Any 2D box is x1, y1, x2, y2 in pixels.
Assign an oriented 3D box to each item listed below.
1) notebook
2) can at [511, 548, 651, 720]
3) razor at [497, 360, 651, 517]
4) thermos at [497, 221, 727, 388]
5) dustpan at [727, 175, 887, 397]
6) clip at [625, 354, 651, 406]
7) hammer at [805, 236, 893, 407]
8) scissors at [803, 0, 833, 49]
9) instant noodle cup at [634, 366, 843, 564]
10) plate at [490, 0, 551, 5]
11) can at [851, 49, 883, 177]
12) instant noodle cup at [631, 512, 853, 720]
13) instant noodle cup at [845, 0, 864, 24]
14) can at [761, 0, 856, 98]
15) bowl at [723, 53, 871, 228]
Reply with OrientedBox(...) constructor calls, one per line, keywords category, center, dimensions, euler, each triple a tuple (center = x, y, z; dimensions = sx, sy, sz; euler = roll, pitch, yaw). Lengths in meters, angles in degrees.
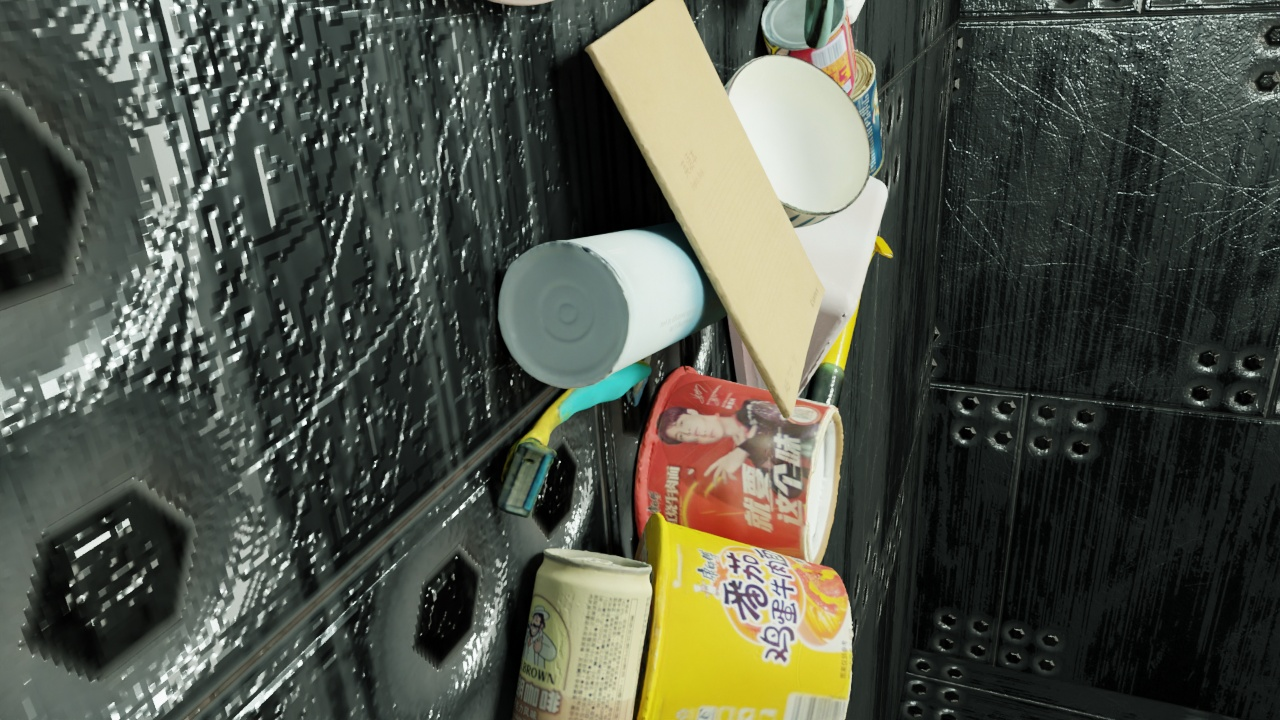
OrientedBox(category="notebook", center=(0.047, -0.091, 0.504), dimensions=(0.211, 0.012, 0.149), euler=(60, 29, -20))
OrientedBox(category="can", center=(-0.030, 0.154, 0.449), dimensions=(0.058, 0.059, 0.116), euler=(26, 73, -67))
OrientedBox(category="razor", center=(-0.029, 0.027, 0.456), dimensions=(0.132, 0.028, 0.043), euler=(-42, 158, -54))
OrientedBox(category="thermos", center=(0.011, -0.039, 0.480), dimensions=(0.220, 0.070, 0.070), euler=(-26, 119, -63))
OrientedBox(category="dustpan", center=(0.109, -0.080, 0.798), dimensions=(0.274, 0.139, 0.221), euler=(115, 0, -49))
OrientedBox(category="clip", center=(-0.004, 0.003, 0.531), dimensions=(0.056, 0.027, 0.024), euler=(85, 24, -54))
OrientedBox(category="hammer", center=(0.174, 0.010, 0.849), dimensions=(0.129, 0.033, 0.300), euler=(115, -7, -69))
OrientedBox(category="scissors", center=(0.120, -0.303, 0.635), dimensions=(0.180, 0.019, 0.170), euler=(-78, 166, -74))
OrientedBox(category="instant noodle cup", center=(0.070, 0.076, 0.609), dimensions=(0.137, 0.109, 0.138), euler=(7, 90, -68))
OrientedBox(category="plate", center=(-0.042, -0.244, 0.312), dimensions=(0.228, 0.028, 0.230), euler=(-26, 120, -56))
OrientedBox(category="can", center=(0.181, -0.221, 0.844), dimensions=(0.111, 0.075, 0.075), euler=(61, 41, -55))
OrientedBox(category="instant noodle cup", center=(0.049, 0.161, 0.513), dimensions=(0.138, 0.110, 0.138), euler=(-172, -88, -84))
OrientedBox(category="instant noodle cup", center=(0.157, -0.361, 0.767), dimensions=(0.137, 0.060, 0.174), euler=(-62, 149, -41))
OrientedBox(category="can", center=(0.138, -0.248, 0.741), dimensions=(0.094, 0.067, 0.066), euler=(50, 51, -61))
OrientedBox(category="bowl", center=(0.092, -0.141, 0.631), dimensions=(0.066, 0.116, 0.116), euler=(-31, -141, 60))
